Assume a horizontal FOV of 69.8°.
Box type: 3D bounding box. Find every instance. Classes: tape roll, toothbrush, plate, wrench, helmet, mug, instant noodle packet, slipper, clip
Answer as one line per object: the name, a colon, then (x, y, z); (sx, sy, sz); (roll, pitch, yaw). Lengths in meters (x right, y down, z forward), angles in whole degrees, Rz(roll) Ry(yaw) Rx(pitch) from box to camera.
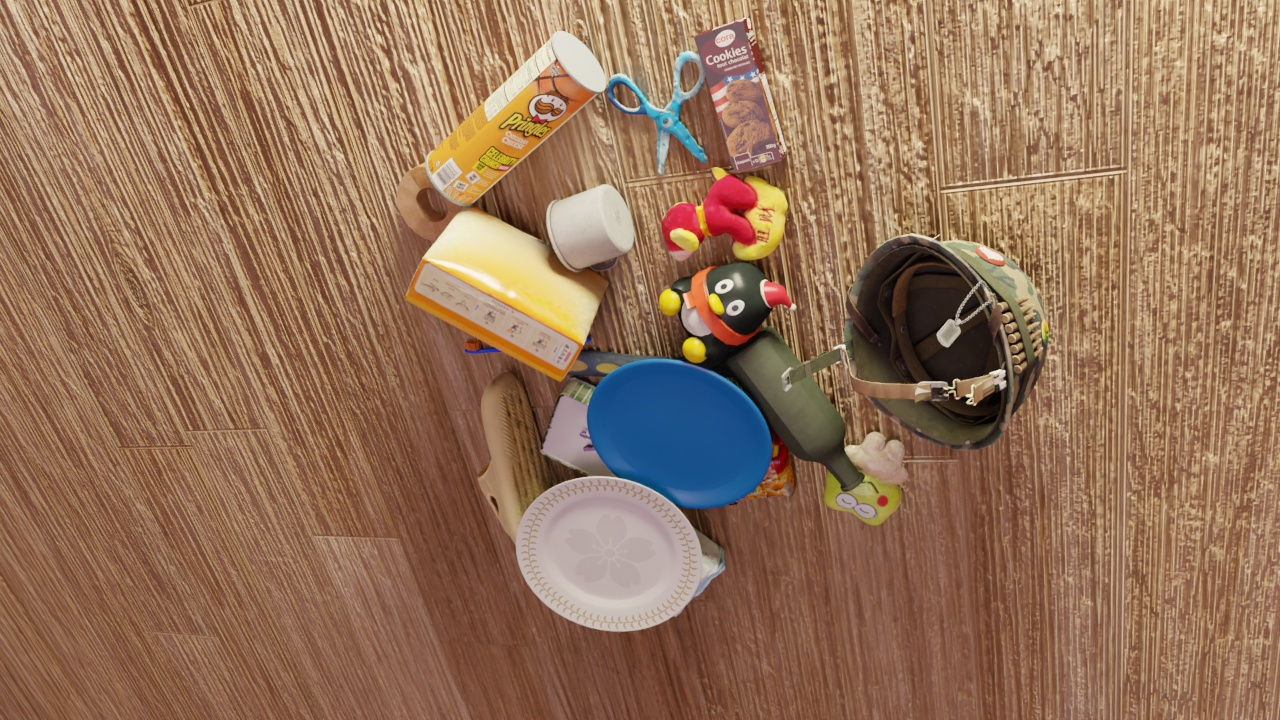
tape roll: (-0.244, -0.191, 1.101); (0.094, 0.027, 0.094); (9, 120, 15)
toothbrush: (-0.146, -0.023, 1.167); (0.183, 0.016, 0.018); (-5, 111, 23)
plate: (0.046, 0.085, 1.086); (0.224, 0.024, 0.225); (10, 128, 13)
wrench: (-0.007, 0.006, 1.128); (0.274, 0.022, 0.073); (4, 119, 18)
helmet: (0.282, -0.016, 0.886); (0.193, 0.235, 0.224); (13, 139, 52)
mug: (-0.048, -0.142, 1.034); (0.071, 0.084, 0.113); (-15, 145, 24)
instant noodle packet: (0.135, 0.114, 1.128); (0.099, 0.039, 0.135); (-3, 115, 26)
slipper: (-0.180, 0.141, 1.215); (0.079, 0.111, 0.262); (-2, 113, 18)
clip: (-0.056, 0.099, 1.146); (0.050, 0.014, 0.046); (-26, 105, 34)
plate: (-0.041, 0.250, 1.183); (0.242, 0.016, 0.243); (3, 116, 7)

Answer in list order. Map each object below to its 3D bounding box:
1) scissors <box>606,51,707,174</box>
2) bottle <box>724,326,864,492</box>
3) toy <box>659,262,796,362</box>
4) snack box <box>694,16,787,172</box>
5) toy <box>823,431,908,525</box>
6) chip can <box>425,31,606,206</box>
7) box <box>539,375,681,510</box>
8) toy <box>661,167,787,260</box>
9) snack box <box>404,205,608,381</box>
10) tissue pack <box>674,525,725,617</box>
scissors: (0.018, -0.264, 0.975); (0.134, 0.012, 0.134); (15, 123, 12)
bottle: (0.183, 0.061, 1.048); (0.072, 0.071, 0.207); (-35, 96, 32)
toy: (0.098, -0.064, 1.005); (0.119, 0.099, 0.097); (-32, 82, 38)
snack box: (0.103, -0.267, 0.929); (0.051, 0.031, 0.141); (-10, 114, 25)
toy: (0.270, 0.139, 1.088); (0.092, 0.046, 0.115); (25, 115, 11)
chip can: (-0.139, -0.258, 0.997); (0.216, 0.075, 0.075); (-32, 103, 31)
box: (-0.021, 0.111, 1.177); (0.205, 0.050, 0.118); (25, 126, 6)
toy: (0.088, -0.155, 0.983); (0.137, 0.067, 0.105); (-8, 108, 15)
snack box: (-0.142, -0.086, 1.039); (0.195, 0.144, 0.081); (28, 124, -8)
tissue pack: (0.012, 0.252, 1.230); (0.182, 0.069, 0.112); (36, 122, -1)
